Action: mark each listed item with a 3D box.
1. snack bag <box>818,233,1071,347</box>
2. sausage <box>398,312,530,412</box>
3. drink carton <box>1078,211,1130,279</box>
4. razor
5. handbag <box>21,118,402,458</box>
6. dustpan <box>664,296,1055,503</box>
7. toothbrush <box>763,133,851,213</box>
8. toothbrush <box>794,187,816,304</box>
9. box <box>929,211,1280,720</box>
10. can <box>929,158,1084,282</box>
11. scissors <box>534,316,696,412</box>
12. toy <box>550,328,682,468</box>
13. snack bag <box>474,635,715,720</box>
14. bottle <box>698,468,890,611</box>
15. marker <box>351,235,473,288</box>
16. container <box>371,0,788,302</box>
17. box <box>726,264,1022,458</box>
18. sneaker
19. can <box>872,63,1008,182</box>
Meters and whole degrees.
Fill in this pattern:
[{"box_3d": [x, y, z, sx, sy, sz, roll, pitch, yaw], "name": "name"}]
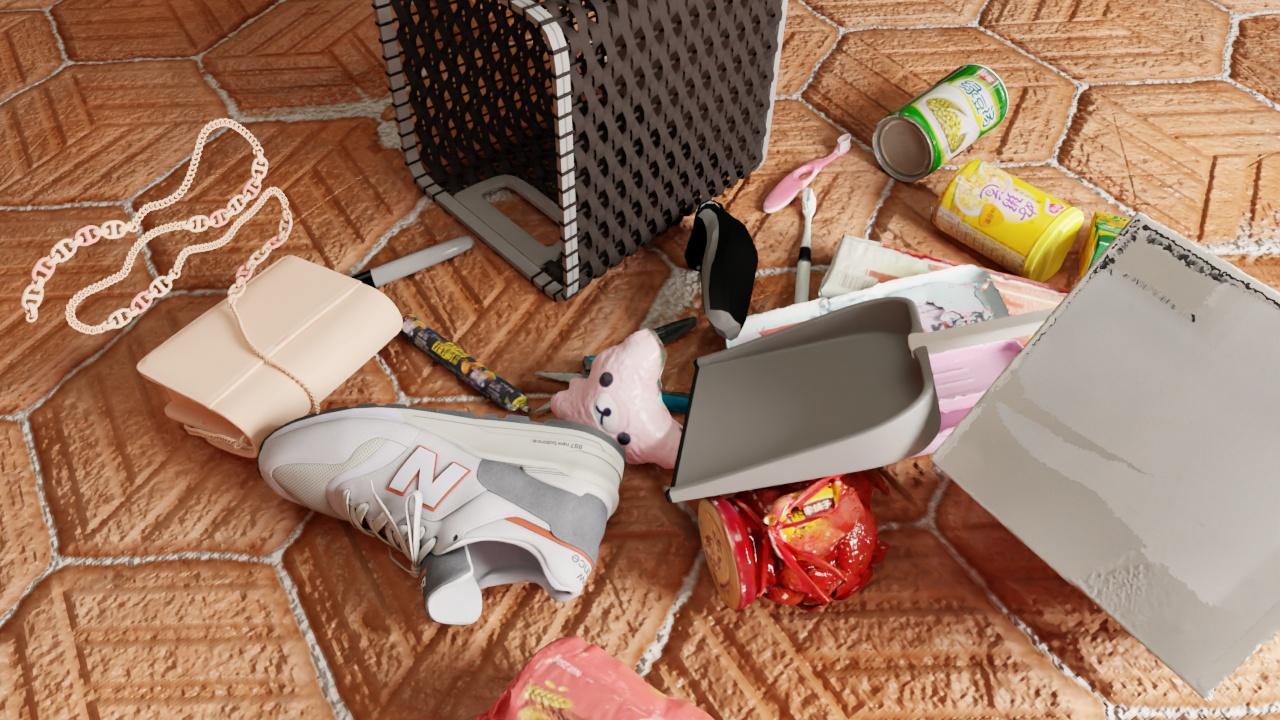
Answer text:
[{"box_3d": [0.255, -0.040, 0.714, 0.225, 0.041, 0.077, 18, 53, 15], "name": "snack bag"}, {"box_3d": [-0.142, 0.000, 0.707, 0.155, 0.020, 0.020, 32, 57, 27], "name": "sausage"}, {"box_3d": [0.378, -0.079, 0.713, 0.058, 0.041, 0.122, 19, 27, 17], "name": "drink carton"}, {"box_3d": [0.066, -0.070, 0.721, 0.060, 0.057, 0.156, -38, 27, 19], "name": "razor"}, {"box_3d": [-0.277, -0.039, 0.634, 0.117, 0.187, 0.198, 18, 47, 26], "name": "handbag"}, {"box_3d": [0.145, 0.007, 0.571, 0.258, 0.033, 0.162, -12, 27, 17], "name": "dustpan"}, {"box_3d": [0.156, -0.174, 0.848, 0.021, 0.016, 0.134, 33, 57, 27], "name": "toothbrush"}, {"box_3d": [0.136, -0.081, 0.768, 0.012, 0.017, 0.186, -8, 46, 22], "name": "toothbrush"}, {"box_3d": [0.282, 0.133, 0.564, 0.164, 0.447, 0.167, -32, 55, -15], "name": "box"}, {"box_3d": [0.302, -0.116, 0.759, 0.067, 0.068, 0.105, -34, 56, -24], "name": "can"}, {"box_3d": [-0.004, 0.004, 0.698, 0.148, 0.019, 0.117, 10, 51, 13], "name": "scissors"}, {"box_3d": [-0.018, 0.034, 0.644, 0.096, 0.099, 0.052, -14, 4, 17], "name": "toy"}, {"box_3d": [0.003, 0.212, 0.480, 0.176, 0.082, 0.082, 24, 54, 20], "name": "snack bag"}, {"box_3d": [0.099, 0.103, 0.558, 0.111, 0.099, 0.099, -13, 50, -12], "name": "bottle"}, {"box_3d": [-0.204, -0.076, 0.780, 0.138, 0.016, 0.022, -24, 83, -19], "name": "marker"}, {"box_3d": [-0.046, -0.246, 0.773, 0.243, 0.246, 0.247, -32, 55, -28], "name": "container"}, {"box_3d": [0.168, 0.008, 0.653, 0.201, 0.041, 0.153, -13, 41, 7], "name": "box"}, {"box_3d": [-0.128, 0.100, 0.574, 0.240, 0.089, 0.124, 0, 46, -2], "name": "sneaker"}, {"box_3d": [0.279, -0.221, 0.850, 0.120, 0.067, 0.067, -36, 57, -25], "name": "can"}]
